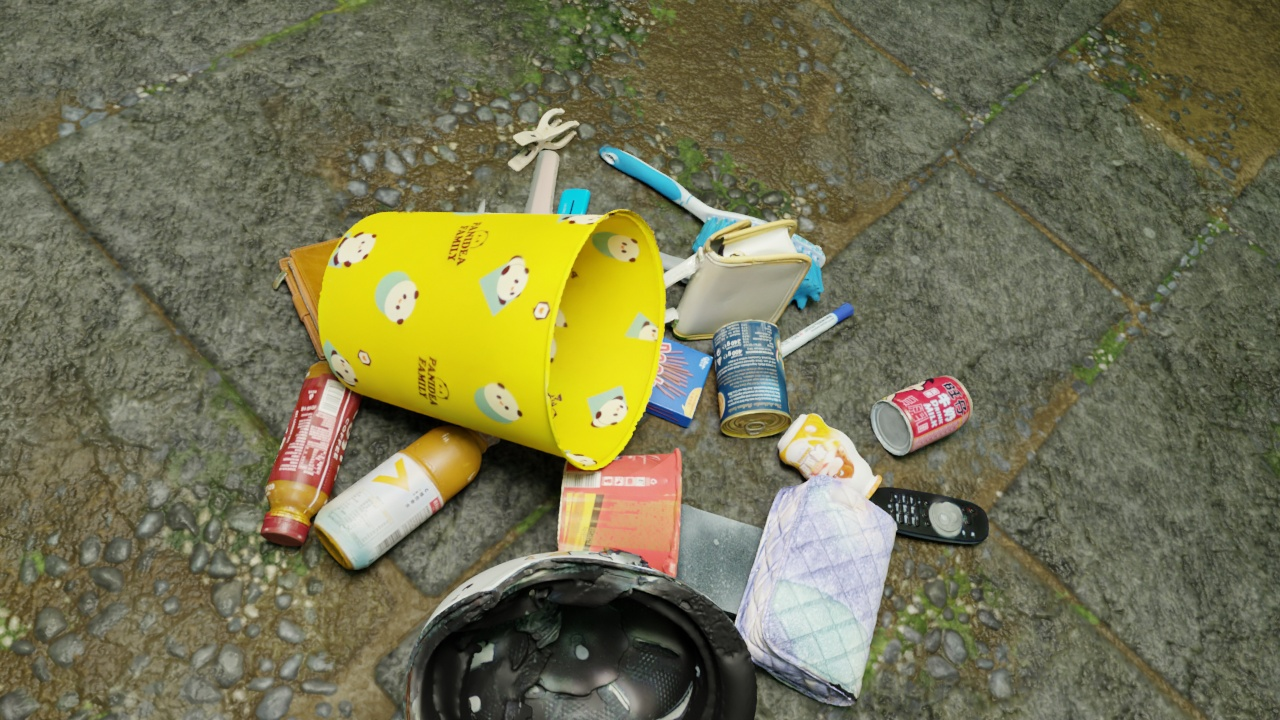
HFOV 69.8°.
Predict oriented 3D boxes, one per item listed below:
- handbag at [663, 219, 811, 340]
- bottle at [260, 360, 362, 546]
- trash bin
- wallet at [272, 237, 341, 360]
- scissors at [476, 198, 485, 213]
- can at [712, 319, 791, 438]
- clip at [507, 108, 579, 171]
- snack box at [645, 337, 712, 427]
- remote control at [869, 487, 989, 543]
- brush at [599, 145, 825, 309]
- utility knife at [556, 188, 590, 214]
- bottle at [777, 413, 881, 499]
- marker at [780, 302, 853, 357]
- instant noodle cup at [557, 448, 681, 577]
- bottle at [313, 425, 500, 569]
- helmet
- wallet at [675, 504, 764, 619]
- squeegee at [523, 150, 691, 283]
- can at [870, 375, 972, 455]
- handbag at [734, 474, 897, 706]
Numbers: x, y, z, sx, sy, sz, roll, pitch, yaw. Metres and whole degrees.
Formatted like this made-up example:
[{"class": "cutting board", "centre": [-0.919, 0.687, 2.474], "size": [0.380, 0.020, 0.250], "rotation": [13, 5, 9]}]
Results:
[{"class": "handbag", "centre": [0.077, -0.083, 0.989], "size": [0.178, 0.164, 0.063], "rotation": [-8, 62, -17]}, {"class": "bottle", "centre": [-0.312, 0.087, 0.870], "size": [0.057, 0.058, 0.174], "rotation": [13, 60, -6]}, {"class": "trash bin", "centre": [-0.137, -0.035, 0.851], "size": [0.256, 0.230, 0.229], "rotation": [9, 57, 23]}, {"class": "wallet", "centre": [-0.316, -0.070, 0.968], "size": [0.118, 0.035, 0.130], "rotation": [-21, 67, -22]}, {"class": "scissors", "centre": [-0.201, -0.114, 1.032], "size": [0.164, 0.012, 0.162], "rotation": [-8, 63, -18]}, {"class": "can", "centre": [0.119, 0.019, 0.991], "size": [0.075, 0.075, 0.111], "rotation": [2, 64, -12]}, {"class": "clip", "centre": [-0.120, -0.271, 1.120], "size": [0.034, 0.071, 0.099], "rotation": [40, 55, 9]}, {"class": "snack box", "centre": [-0.006, 0.006, 1.001], "size": [0.157, 0.026, 0.084], "rotation": [22, 58, 0]}, {"class": "remote control", "centre": [0.307, 0.168, 0.986], "size": [0.136, 0.024, 0.053], "rotation": [11, 59, -8]}, {"class": "brush", "centre": [0.079, -0.165, 1.103], "size": [0.314, 0.061, 0.109], "rotation": [22, 54, 3]}, {"class": "utility knife", "centre": [-0.095, -0.103, 1.046], "size": [0.034, 0.018, 0.237], "rotation": [14, 61, -6]}, {"class": "bottle", "centre": [0.201, 0.106, 0.973], "size": [0.108, 0.063, 0.063], "rotation": [36, 60, 7]}, {"class": "marker", "centre": [0.194, -0.030, 1.072], "size": [0.145, 0.017, 0.017], "rotation": [-30, 72, -25]}, {"class": "instant noodle cup", "centre": [-0.020, 0.147, 0.866], "size": [0.108, 0.138, 0.137], "rotation": [4, 61, -1]}, {"class": "bottle", "centre": [-0.215, 0.117, 0.870], "size": [0.068, 0.068, 0.189], "rotation": [44, 59, 12]}, {"class": "helmet", "centre": [-0.056, 0.259, 0.770], "size": [0.274, 0.157, 0.230], "rotation": [0, 95, -11]}, {"class": "wallet", "centre": [0.084, 0.201, 0.899], "size": [0.120, 0.019, 0.097], "rotation": [22, 57, -29]}, {"class": "squeegee", "centre": [-0.015, -0.124, 1.046], "size": [0.249, 0.040, 0.247], "rotation": [17, 55, -13]}, {"class": "can", "centre": [0.314, 0.059, 1.021], "size": [0.093, 0.067, 0.066], "rotation": [-20, 68, -22]}, {"class": "handbag", "centre": [0.175, 0.218, 0.894], "size": [0.134, 0.076, 0.193], "rotation": [33, 59, -14]}]
